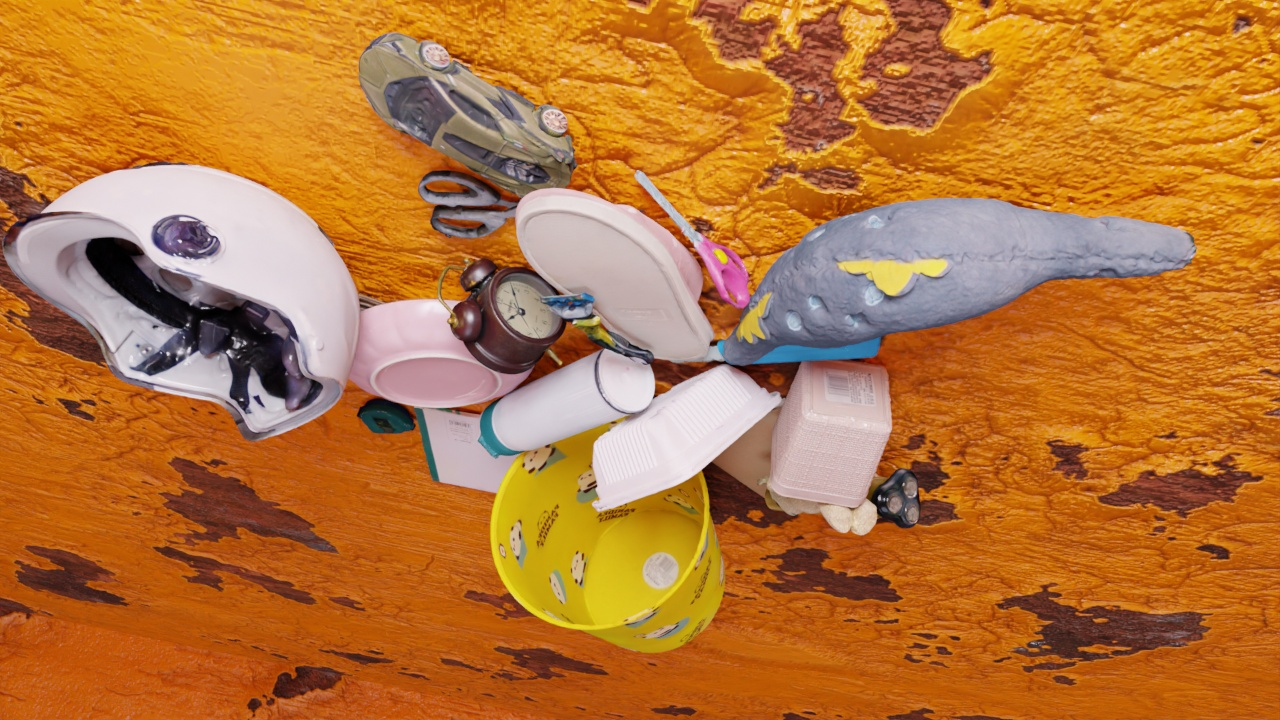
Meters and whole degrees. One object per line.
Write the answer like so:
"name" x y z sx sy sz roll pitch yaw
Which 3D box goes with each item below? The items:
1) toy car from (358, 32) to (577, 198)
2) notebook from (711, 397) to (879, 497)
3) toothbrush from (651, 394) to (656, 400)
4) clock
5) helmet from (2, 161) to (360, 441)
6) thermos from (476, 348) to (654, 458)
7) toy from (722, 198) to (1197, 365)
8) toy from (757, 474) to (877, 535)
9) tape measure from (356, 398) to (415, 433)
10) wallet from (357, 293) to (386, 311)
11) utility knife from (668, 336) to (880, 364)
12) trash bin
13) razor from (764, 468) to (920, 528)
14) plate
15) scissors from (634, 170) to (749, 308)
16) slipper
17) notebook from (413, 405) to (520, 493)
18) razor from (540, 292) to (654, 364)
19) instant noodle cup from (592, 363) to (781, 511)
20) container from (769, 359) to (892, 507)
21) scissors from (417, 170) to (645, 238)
"toy car" -0.117 -0.161 0.621 0.158 0.042 0.070 26 145 -19
"notebook" 0.154 0.109 0.999 0.150 0.012 0.211 -18 138 40
"toothbrush" -0.005 0.005 0.877 0.016 0.018 0.181 7 148 22
"clock" -0.118 -0.040 0.775 0.122 0.081 0.055 27 141 -26
"helmet" -0.340 -0.066 0.740 0.258 0.145 0.230 32 143 -15
"thermos" -0.082 0.044 0.901 0.073 0.073 0.225 31 146 -29
"toy" 0.184 -0.056 0.651 0.357 0.091 0.137 -12 154 36
"toy" 0.177 0.137 0.917 0.105 0.066 0.157 -4 -172 -18
"tape measure" -0.294 0.067 1.054 0.058 0.025 0.054 -1 148 17
"wallet" -0.268 -0.022 0.899 0.090 0.033 0.116 21 151 -18
"utility knife" 0.112 -0.011 0.811 0.203 0.018 0.034 -5 133 24
"trash bin" -0.014 0.212 1.030 0.230 0.229 0.255 0 152 16
"razor" 0.213 0.147 0.983 0.168 0.062 0.067 -5 179 34
"plate" -0.192 0.005 0.867 0.192 0.039 0.193 -3 155 -2
"scissors" 0.038 -0.090 0.678 0.017 0.064 0.135 -29 123 31
"slipper" -0.009 -0.068 0.719 0.114 0.054 0.274 0 159 23
"notebook" -0.190 0.116 1.113 0.150 0.012 0.210 11 149 0
"razor" -0.027 -0.019 0.750 0.043 0.022 0.142 0 162 30
"instant noodle cup" 0.032 0.062 0.839 0.138 0.173 0.060 -27 92 45
"container" 0.174 0.061 0.832 0.090 0.090 0.111 10 137 1
"scissors" -0.086 -0.120 0.702 0.174 0.014 0.142 -16 141 36
